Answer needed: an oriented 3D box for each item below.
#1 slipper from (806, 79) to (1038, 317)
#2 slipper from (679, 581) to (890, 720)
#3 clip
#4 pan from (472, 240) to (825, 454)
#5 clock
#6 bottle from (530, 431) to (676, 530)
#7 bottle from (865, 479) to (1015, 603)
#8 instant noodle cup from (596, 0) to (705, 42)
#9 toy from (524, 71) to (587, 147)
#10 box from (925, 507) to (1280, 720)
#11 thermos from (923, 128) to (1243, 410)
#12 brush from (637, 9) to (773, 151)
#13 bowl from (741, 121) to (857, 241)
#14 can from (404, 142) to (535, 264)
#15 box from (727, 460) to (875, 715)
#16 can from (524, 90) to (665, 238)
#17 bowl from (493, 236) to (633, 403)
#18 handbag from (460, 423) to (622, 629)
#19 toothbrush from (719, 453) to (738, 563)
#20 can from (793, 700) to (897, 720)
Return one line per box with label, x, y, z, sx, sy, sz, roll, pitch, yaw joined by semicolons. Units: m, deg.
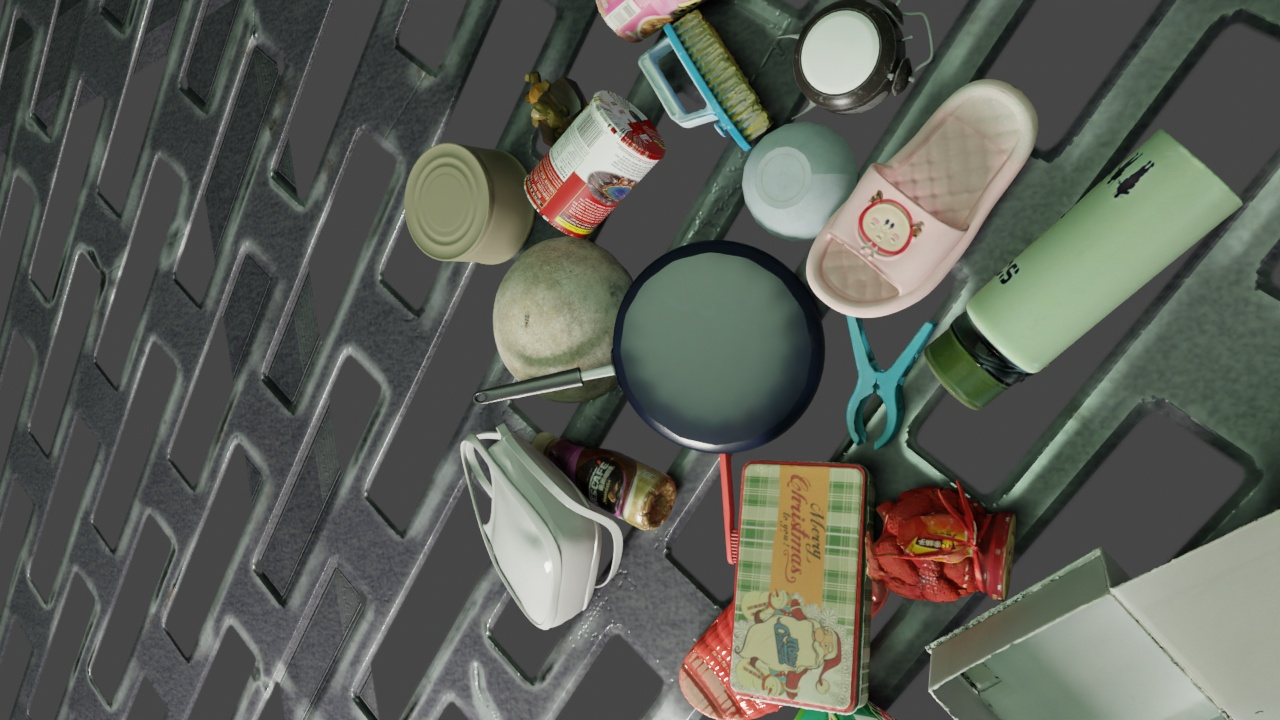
slipper;0.226;-0.126;0.742;0.107;0.055;0.222;48;112;20
slipper;0.122;0.258;0.843;0.249;0.059;0.103;-46;70;26
clip;0.214;0.019;0.783;0.102;0.027;0.119;15;102;34
pan;-0.005;0.005;0.869;0.357;0.021;0.199;-12;95;19
clock;0.178;-0.256;0.769;0.123;0.043;0.091;-10;88;33
bottle;-0.044;0.116;0.938;0.166;0.059;0.060;22;106;33
bottle;0.238;0.146;0.736;0.111;0.098;0.099;6;97;28
instant noodle cup;0.017;-0.353;0.842;0.109;0.097;0.097;-26;80;39
toy;-0.092;-0.262;0.937;0.100;0.062;0.076;49;136;26
box;0.386;0.198;0.614;0.166;0.098;0.370;46;125;-2
thermos;0.317;-0.056;0.681;0.232;0.082;0.082;-48;69;26
brush;0.060;-0.243;0.837;0.075;0.055;0.136;-35;74;20
bowl;0.133;-0.159;0.809;0.106;0.039;0.106;3;96;33
can;-0.186;-0.169;0.996;0.128;0.073;0.128;3;96;33
box;0.139;0.190;0.790;0.118;0.051;0.205;1;75;25
can;-0.045;-0.190;0.894;0.117;0.086;0.086;-43;72;29
bowl;-0.093;-0.039;0.945;0.179;0.081;0.178;5;99;33
handbag;-0.122;0.147;0.962;0.222;0.095;0.216;45;141;33
toothbrush;0.086;0.090;0.878;0.018;0.012;0.212;-3;93;33
can;0.201;0.346;0.783;0.144;0.082;0.083;29;109;28
